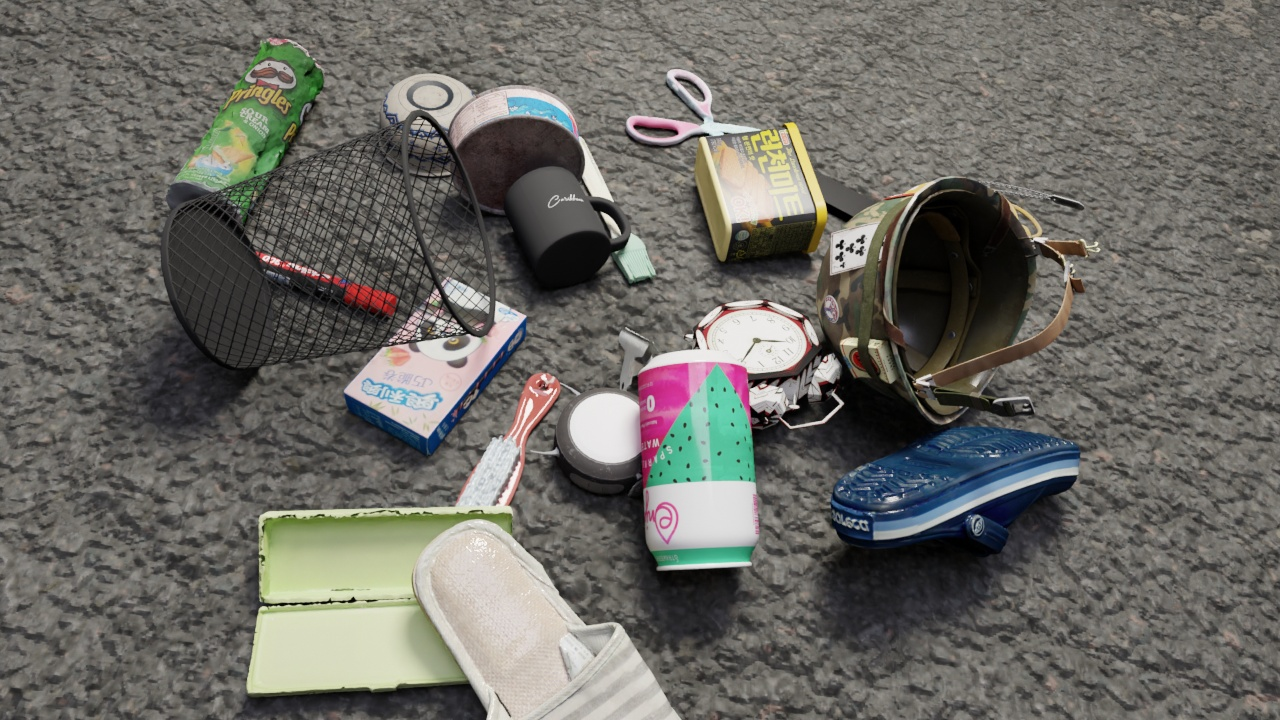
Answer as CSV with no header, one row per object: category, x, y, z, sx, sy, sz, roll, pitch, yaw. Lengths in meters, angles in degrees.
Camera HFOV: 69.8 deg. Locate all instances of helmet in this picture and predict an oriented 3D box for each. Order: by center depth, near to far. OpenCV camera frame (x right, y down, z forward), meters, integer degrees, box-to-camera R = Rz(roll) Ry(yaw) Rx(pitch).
helmet,0.260,-0.049,0.778,0.236,0.224,0.192,29,66,37

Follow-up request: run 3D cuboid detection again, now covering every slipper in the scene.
slipper,-0.057,0.223,0.634,0.114,0.054,0.272,-40,78,-17
slipper,0.256,0.116,0.758,0.252,0.105,0.095,-10,98,-31

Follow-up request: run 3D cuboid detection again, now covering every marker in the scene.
marker,-0.297,-0.071,0.844,0.145,0.023,0.021,18,92,4

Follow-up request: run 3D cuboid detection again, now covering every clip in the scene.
clip,-0.005,0.004,0.819,0.041,0.101,0.054,-9,101,-12

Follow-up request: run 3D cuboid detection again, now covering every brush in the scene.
brush,-0.109,0.071,0.769,0.041,0.030,0.171,20,54,6
brush,-0.037,-0.164,0.955,0.033,0.012,0.217,-14,57,-18

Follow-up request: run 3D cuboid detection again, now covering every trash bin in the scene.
trash bin,-0.250,-0.084,0.748,0.210,0.184,0.183,-13,56,7

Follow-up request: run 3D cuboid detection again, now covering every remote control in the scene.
remote control,0.215,-0.175,0.998,0.150,0.013,0.034,31,61,13

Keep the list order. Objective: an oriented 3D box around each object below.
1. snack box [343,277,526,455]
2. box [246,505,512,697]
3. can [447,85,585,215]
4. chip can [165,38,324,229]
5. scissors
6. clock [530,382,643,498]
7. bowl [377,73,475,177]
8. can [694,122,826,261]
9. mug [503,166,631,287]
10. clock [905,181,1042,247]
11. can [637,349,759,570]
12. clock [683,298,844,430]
snack box,-0.177,0.001,0.806,0.088,0.033,0.153,26,56,11
box,-0.187,0.175,0.679,0.187,0.048,0.140,-2,67,-9
can,-0.121,-0.202,0.896,0.130,0.130,0.044,-5,56,-12
chip can,-0.386,-0.222,0.906,0.075,0.076,0.222,11,55,-1
scissors,0.068,-0.281,1.051,0.170,0.014,0.167,4,55,-5
clock,-0.022,0.067,0.775,0.123,0.044,0.091,18,55,4
bowl,-0.218,-0.254,0.961,0.115,0.059,0.115,4,55,-6
can,0.119,-0.171,0.939,0.101,0.073,0.130,-9,62,-8
mug,-0.065,-0.130,0.890,0.113,0.078,0.088,-11,57,-28
clock,0.328,-0.119,0.933,0.158,0.081,0.117,-19,49,-9
can,0.045,0.080,0.724,0.088,0.088,0.165,-1,77,-9
clock,0.113,0.014,0.816,0.114,0.065,0.154,-22,46,-22
